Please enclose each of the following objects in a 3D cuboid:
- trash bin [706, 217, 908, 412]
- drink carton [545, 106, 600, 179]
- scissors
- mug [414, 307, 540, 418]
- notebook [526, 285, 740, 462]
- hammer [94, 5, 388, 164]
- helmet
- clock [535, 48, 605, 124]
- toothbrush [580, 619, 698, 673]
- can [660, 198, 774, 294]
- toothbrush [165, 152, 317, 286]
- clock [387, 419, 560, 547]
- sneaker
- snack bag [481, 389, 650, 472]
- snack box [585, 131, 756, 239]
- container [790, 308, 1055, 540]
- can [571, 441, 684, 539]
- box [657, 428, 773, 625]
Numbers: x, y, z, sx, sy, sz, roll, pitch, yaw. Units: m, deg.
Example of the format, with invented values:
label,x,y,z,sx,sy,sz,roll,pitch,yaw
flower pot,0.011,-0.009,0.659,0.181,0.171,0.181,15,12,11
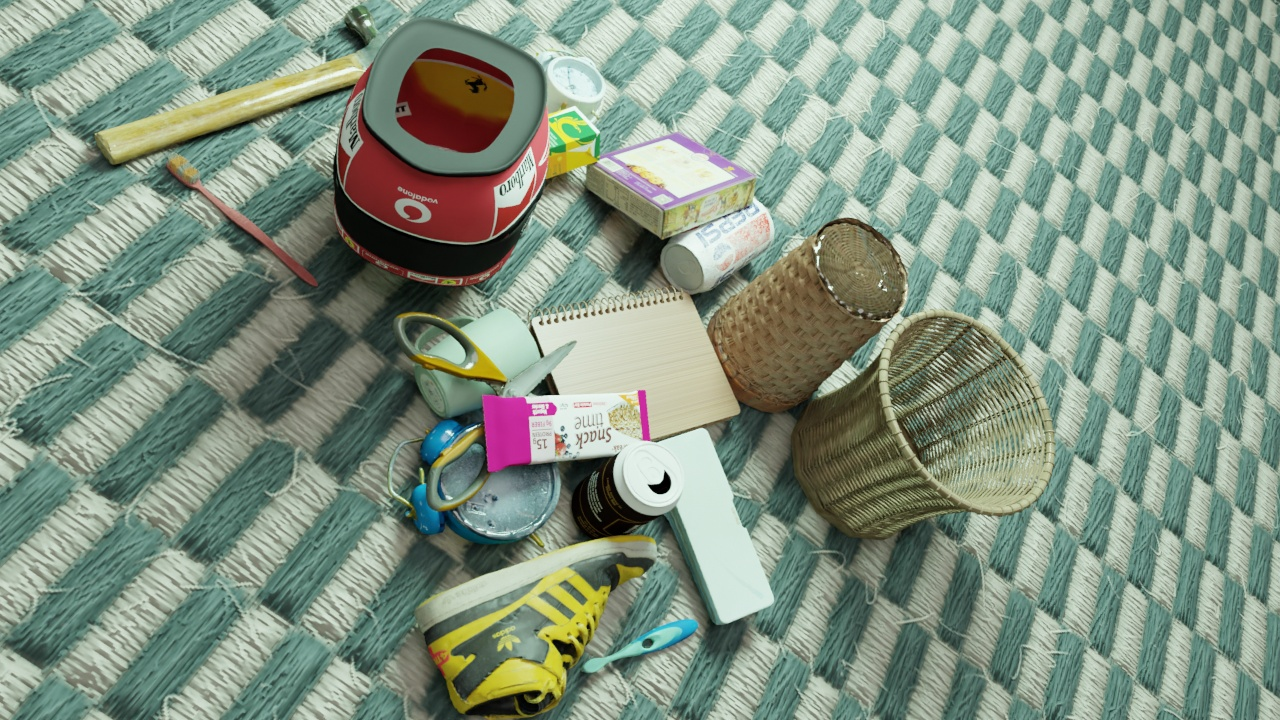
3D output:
label,x,y,z,sx,sy,sz,roll,pitch,yaw
trash bin,0.186,-0.046,1.021,0.151,0.211,0.151,11,63,-22
drink carton,-0.113,-0.241,1.043,0.122,0.041,0.058,-24,55,-22
scissors,-0.138,0.045,0.844,0.225,0.016,0.225,27,65,-30
mug,-0.172,-0.002,0.908,0.103,0.084,0.111,-30,55,-29
notebook,-0.006,0.006,0.997,0.210,0.022,0.169,-13,73,-34
hammer,-0.388,-0.271,0.951,0.329,0.033,0.132,-33,85,-33
helmet,-0.193,-0.181,0.883,0.197,0.225,0.270,18,48,-11
clock,-0.089,-0.333,1.114,0.083,0.057,0.117,-1,60,-27
toothbrush,0.000,0.279,0.894,0.135,0.017,0.022,-11,72,-33
can,0.093,-0.138,1.098,0.135,0.078,0.078,-36,86,-34
toothbrush,-0.387,-0.135,0.895,0.184,0.016,0.015,42,49,-5
clock,-0.156,0.114,0.866,0.161,0.060,0.116,17,61,-17
sneaker,-0.072,0.242,0.829,0.238,0.086,0.122,-12,67,-26
snack bag,-0.064,0.065,0.880,0.196,0.016,0.070,0,83,-42
snack box,0.035,-0.211,1.082,0.147,0.041,0.143,-25,47,-31
container,0.300,0.086,1.023,0.226,0.197,0.226,11,62,-22
can,-0.014,0.128,0.887,0.072,0.129,0.071,11,62,-22
box,0.069,0.172,0.956,0.084,0.071,0.199,-8,71,-50
